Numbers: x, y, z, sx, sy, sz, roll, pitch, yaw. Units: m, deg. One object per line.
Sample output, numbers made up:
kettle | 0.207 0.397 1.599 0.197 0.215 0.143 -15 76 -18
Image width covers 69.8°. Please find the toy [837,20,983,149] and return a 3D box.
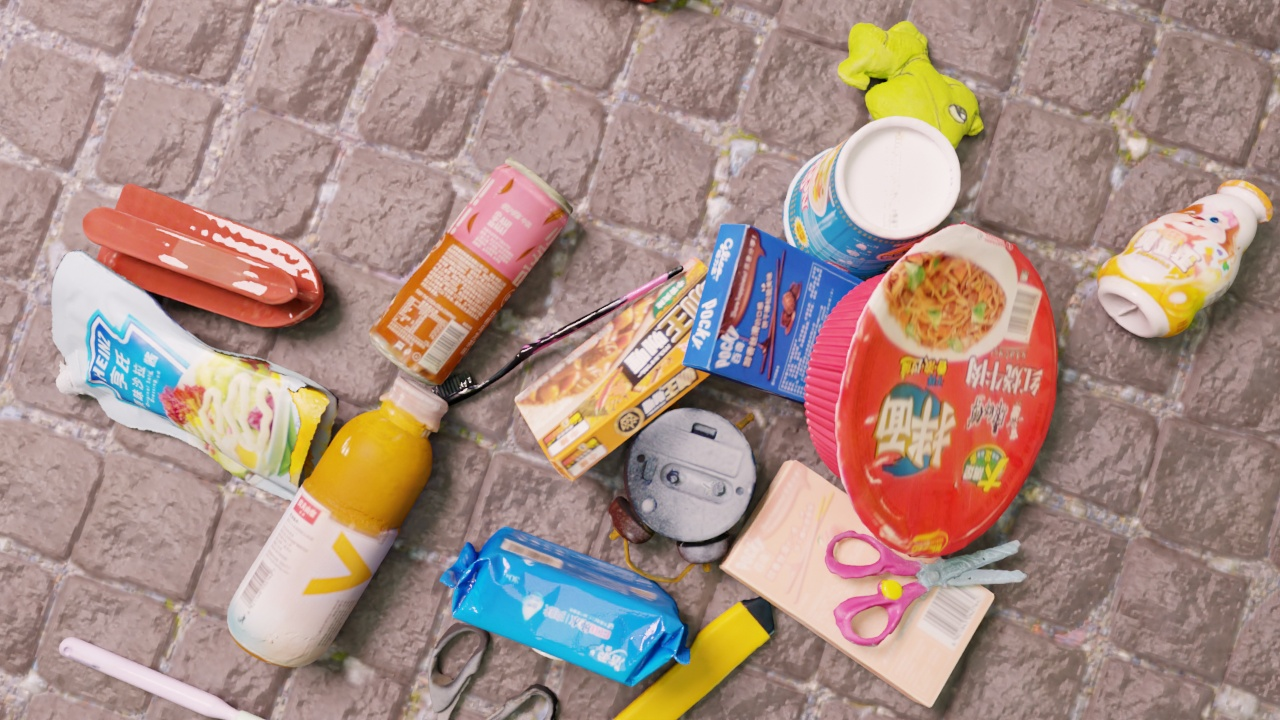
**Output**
toy | 0.176 -0.177 0.603 0.096 0.031 0.100 -7 76 -16

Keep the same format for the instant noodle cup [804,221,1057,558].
instant noodle cup | 0.167 0.016 0.551 0.193 0.066 0.194 -7 103 -32

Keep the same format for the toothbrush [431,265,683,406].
toothbrush | -0.056 -0.018 0.602 0.189 0.014 0.017 -29 79 7

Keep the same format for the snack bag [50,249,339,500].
snack bag | -0.291 0.015 0.588 0.191 0.038 0.111 26 128 0

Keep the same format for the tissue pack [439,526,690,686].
tissue pack | -0.043 0.152 0.565 0.157 0.095 0.052 20 89 0

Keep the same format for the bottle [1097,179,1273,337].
bottle | 0.347 -0.066 0.583 0.108 0.063 0.063 -43 88 -1

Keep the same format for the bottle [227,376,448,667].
bottle | -0.186 0.099 0.581 0.068 0.068 0.189 31 88 2

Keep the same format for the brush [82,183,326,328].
brush | -0.274 -0.062 0.588 0.146 0.069 0.063 19 89 2

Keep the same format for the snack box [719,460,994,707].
snack box | 0.138 0.142 0.590 0.157 0.026 0.084 34 80 2

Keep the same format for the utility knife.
utility knife | 0.014 0.220 0.597 0.193 0.015 0.033 -40 88 -4

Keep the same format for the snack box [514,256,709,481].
snack box | -0.003 0.003 0.580 0.153 0.075 0.026 -38 130 -2

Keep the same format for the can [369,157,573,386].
can | -0.109 -0.056 0.591 0.058 0.058 0.147 38 88 2

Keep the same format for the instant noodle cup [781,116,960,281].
instant noodle cup | 0.145 -0.100 0.564 0.099 0.110 0.099 0 87 0

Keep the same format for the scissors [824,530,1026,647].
scissors | 0.178 0.125 0.576 0.137 0.017 0.077 -17 74 -11

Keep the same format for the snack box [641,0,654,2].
snack box | -0.009 -0.285 0.590 0.080 0.082 0.091 19 89 -9

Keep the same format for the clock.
clock | 0.026 0.083 0.585 0.082 0.055 0.122 18 89 1

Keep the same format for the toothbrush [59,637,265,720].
toothbrush | -0.294 0.220 0.603 0.189 0.021 0.029 20 90 3

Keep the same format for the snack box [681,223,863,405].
snack box | 0.097 -0.018 0.556 0.157 0.026 0.084 18 87 -39

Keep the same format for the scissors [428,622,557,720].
scissors | -0.133 0.251 0.604 0.159 0.014 0.170 -3 90 3
